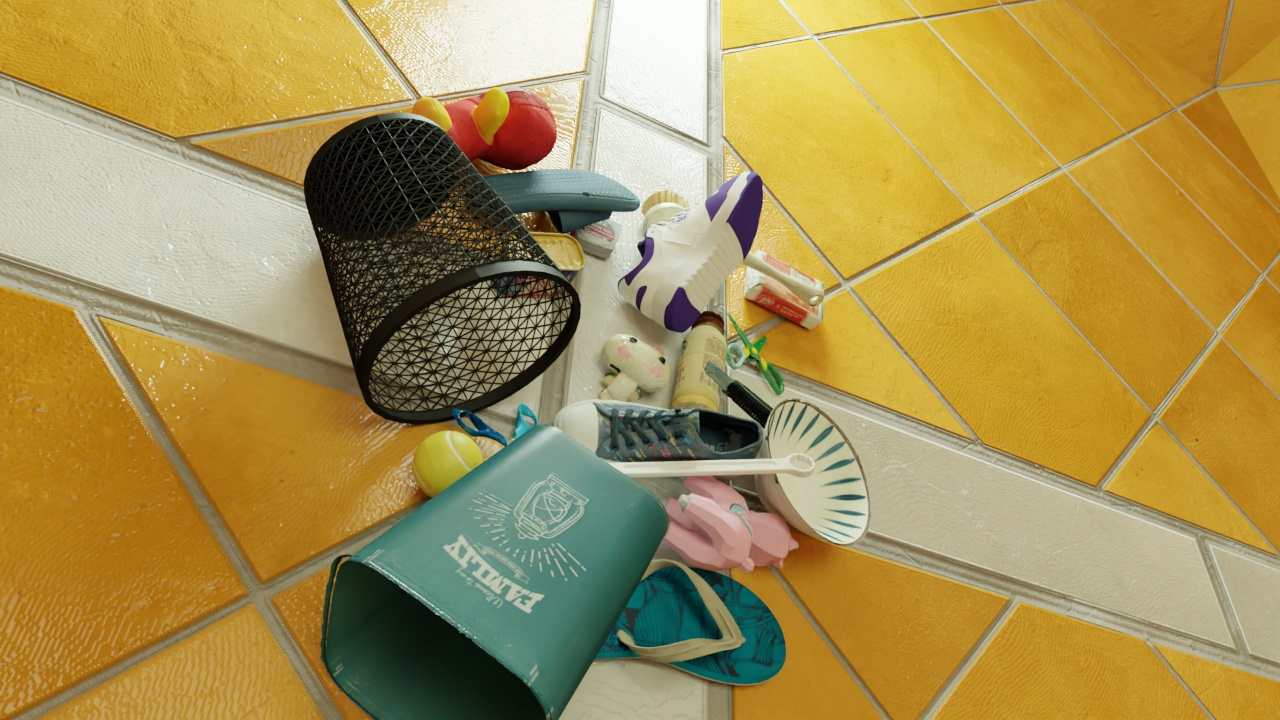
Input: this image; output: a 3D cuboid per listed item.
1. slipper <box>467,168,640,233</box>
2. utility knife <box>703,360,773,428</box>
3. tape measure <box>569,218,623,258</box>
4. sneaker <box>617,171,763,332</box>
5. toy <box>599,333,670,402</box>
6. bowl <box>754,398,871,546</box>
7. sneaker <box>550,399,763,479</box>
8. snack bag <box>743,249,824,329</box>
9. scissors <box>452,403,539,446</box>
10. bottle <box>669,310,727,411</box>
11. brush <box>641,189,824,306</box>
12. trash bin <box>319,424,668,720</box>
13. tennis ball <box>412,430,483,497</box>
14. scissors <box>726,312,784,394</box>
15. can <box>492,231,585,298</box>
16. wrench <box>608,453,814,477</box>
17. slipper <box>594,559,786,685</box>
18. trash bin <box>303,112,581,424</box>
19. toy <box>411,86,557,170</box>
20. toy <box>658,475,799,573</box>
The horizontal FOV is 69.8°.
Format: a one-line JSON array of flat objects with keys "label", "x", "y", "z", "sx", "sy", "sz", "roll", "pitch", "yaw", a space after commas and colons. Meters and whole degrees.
[{"label": "slipper", "x": -0.107, "y": -0.198, "z": 1.134, "sx": 0.213, "sy": 0.059, "sz": 0.103, "roll": -4, "pitch": 36, "yaw": -19}, {"label": "utility knife", "x": 0.139, "y": 0.057, "z": 1.077, "sx": 0.203, "sy": 0.029, "sz": 0.020, "roll": 39, "pitch": 36, "yaw": -33}, {"label": "tape measure", "x": -0.058, "y": -0.160, "z": 1.166, "sx": 0.060, "sy": 0.020, "sz": 0.062, "roll": 24, "pitch": 46, "yaw": -8}, {"label": "sneaker", "x": 0.060, "y": -0.147, "z": 1.151, "sx": 0.111, "sy": 0.092, "sz": 0.243, "roll": 22, "pitch": 64, "yaw": 28}, {"label": "toy", "x": -0.006, "y": 0.006, "z": 1.058, "sx": 0.087, "sy": 0.050, "sz": 0.112, "roll": 36, "pitch": 40, "yaw": -4}, {"label": "bowl", "x": 0.181, "y": 0.138, "z": 1.048, "sx": 0.177, "sy": 0.071, "sz": 0.177, "roll": 27, "pitch": 46, "yaw": -32}, {"label": "sneaker", "x": 0.022, "y": 0.075, "z": 0.980, "sx": 0.235, "sy": 0.079, "sz": 0.087, "roll": 7, "pitch": 57, "yaw": -15}, {"label": "snack bag", "x": 0.200, "y": -0.098, "z": 1.275, "sx": 0.116, "sy": 0.036, "sz": 0.076, "roll": 25, "pitch": 48, "yaw": -16}, {"label": "scissors", "x": -0.134, "y": 0.080, "z": 0.917, "sx": 0.133, "sy": 0.014, "sz": 0.127, "roll": 29, "pitch": 32, "yaw": -25}, {"label": "bottle", "x": 0.072, "y": 0.010, "z": 1.096, "sx": 0.056, "sy": 0.057, "sz": 0.161, "roll": 25, "pitch": 47, "yaw": -14}, {"label": "brush", "x": 0.122, "y": -0.145, "z": 1.219, "sx": 0.272, "sy": 0.062, "sz": 0.077, "roll": 28, "pitch": 59, "yaw": 1}, {"label": "trash bin", "x": -0.104, "y": 0.187, "z": 0.739, "sx": 0.196, "sy": 0.200, "sz": 0.217, "roll": 33, "pitch": 42, "yaw": 11}, {"label": "tennis ball", "x": -0.180, "y": 0.098, "z": 0.859, "sx": 0.065, "sy": 0.065, "sz": 0.065, "roll": 17, "pitch": 50, "yaw": -21}, {"label": "scissors", "x": 0.141, "y": -0.008, "z": 1.170, "sx": 0.125, "sy": 0.011, "sz": 0.131, "roll": 58, "pitch": 32, "yaw": 8}, {"label": "can", "x": -0.121, "y": -0.109, "z": 1.059, "sx": 0.099, "sy": 0.059, "sz": 0.054, "roll": -1, "pitch": 58, "yaw": -34}, {"label": "wrench", "x": 0.047, "y": 0.111, "z": 0.938, "sx": 0.273, "sy": 0.009, "sz": 0.047, "roll": 0, "pitch": 35, "yaw": -9}, {"label": "slipper", "x": 0.026, "y": 0.244, "z": 0.888, "sx": 0.294, "sy": 0.060, "sz": 0.118, "roll": 13, "pitch": 48, "yaw": -25}, {"label": "trash bin", "x": -0.210, "y": -0.100, "z": 0.901, "sx": 0.216, "sy": 0.218, "sz": 0.243, "roll": -11, "pitch": 57, "yaw": -38}, {"label": "toy", "x": -0.193, "y": -0.272, "z": 1.095, "sx": 0.215, "sy": 0.148, "sz": 0.099, "roll": -19, "pitch": 108, "yaw": -42}, {"label": "toy", "x": 0.095, "y": 0.179, "z": 0.961, "sx": 0.157, "sy": 0.067, "sz": 0.123, "roll": 30, "pitch": 17, "yaw": -11}]
